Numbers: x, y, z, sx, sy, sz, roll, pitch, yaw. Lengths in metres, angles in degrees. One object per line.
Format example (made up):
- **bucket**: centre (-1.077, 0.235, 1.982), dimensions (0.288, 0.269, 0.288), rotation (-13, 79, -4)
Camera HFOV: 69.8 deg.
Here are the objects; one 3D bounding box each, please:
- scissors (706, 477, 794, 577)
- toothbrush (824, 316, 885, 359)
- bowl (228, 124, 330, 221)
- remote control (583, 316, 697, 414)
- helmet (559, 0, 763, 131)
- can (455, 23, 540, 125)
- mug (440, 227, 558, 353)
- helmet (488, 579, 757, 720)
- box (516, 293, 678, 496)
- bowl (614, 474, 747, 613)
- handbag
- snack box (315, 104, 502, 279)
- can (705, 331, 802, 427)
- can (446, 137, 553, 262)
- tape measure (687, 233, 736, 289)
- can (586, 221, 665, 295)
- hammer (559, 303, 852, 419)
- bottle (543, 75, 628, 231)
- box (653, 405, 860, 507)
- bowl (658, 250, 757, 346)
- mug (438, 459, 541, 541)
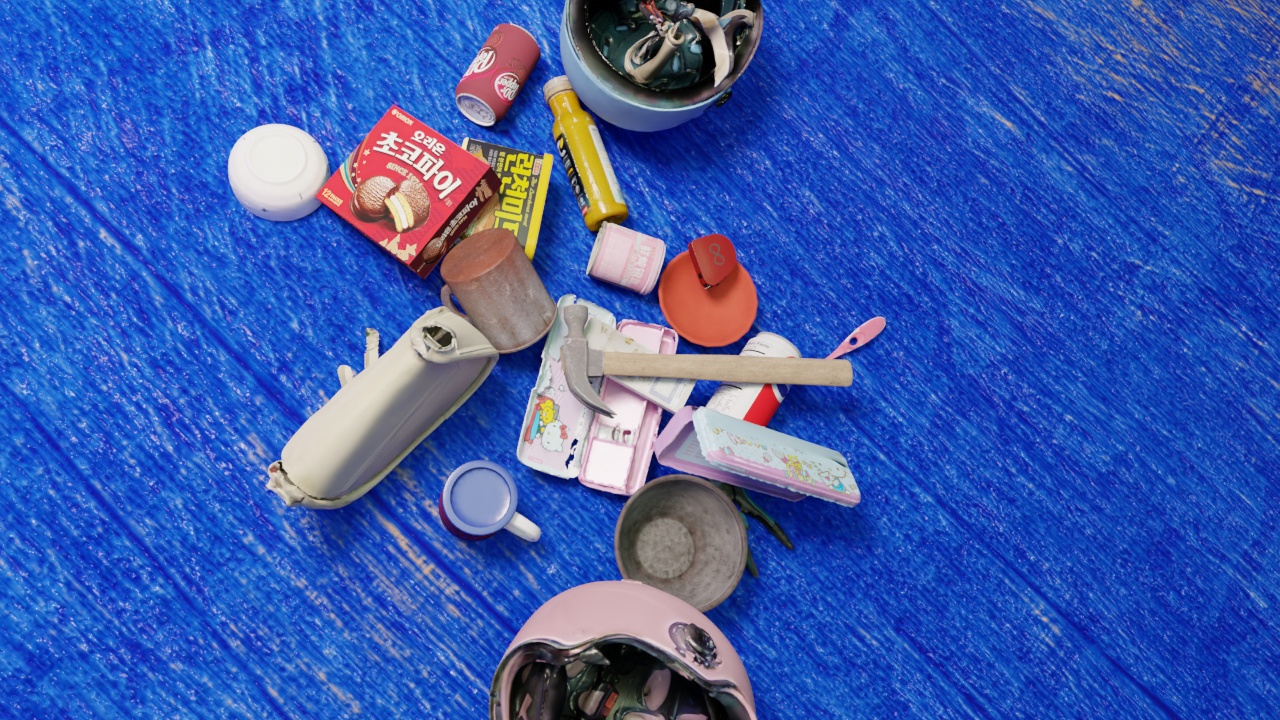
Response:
- **scissors**: centre (0.116, 0.176, 1.039), dimensions (0.120, 0.019, 0.150), rotation (5, 72, -13)
- **toothbrush**: centre (0.257, -0.019, 1.132), dimensions (0.134, 0.016, 0.021), rotation (-33, 85, -20)
- **bowl**: centre (-0.391, -0.209, 0.992), dimensions (0.105, 0.054, 0.104), rotation (4, 72, -14)
- **remote control**: centre (-0.006, 0.006, 1.001), dimensions (0.136, 0.011, 0.050), rotation (29, 69, -3)
- **helmet**: centre (0.012, -0.371, 1.081), dimensions (0.225, 0.167, 0.264), rotation (37, 60, -4)
- **can**: centre (-0.168, -0.337, 1.082), dimensions (0.063, 0.063, 0.114), rotation (28, 70, -6)
- **mug**: centre (-0.164, -0.073, 0.982), dimensions (0.123, 0.110, 0.096), rotation (-8, 37, 22)
- **helmet**: centre (-0.007, 0.314, 0.879), dimensions (0.255, 0.230, 0.152), rotation (18, 27, 1)
- **box**: centre (-0.046, 0.040, 1.018), dimensions (0.155, 0.059, 0.201), rotation (17, 71, -8)
- **bowl**: centre (0.035, 0.199, 0.985), dimensions (0.145, 0.067, 0.144), rotation (4, 74, -14)
- **handbag**: centre (-0.266, 0.030, 0.901), dimensions (0.132, 0.184, 0.229), rotation (41, 85, 2)
- **snack box**: centre (-0.249, -0.183, 0.984), dimensions (0.152, 0.036, 0.132), rotation (35, 82, 22)
- **can**: centre (0.127, 0.037, 1.053), dimensions (0.070, 0.070, 0.131), rotation (36, 69, -3)
- **can**: centre (-0.162, -0.176, 1.035), dimensions (0.101, 0.073, 0.130), rotation (12, 72, -9)
- **tape measure**: centre (0.087, -0.117, 1.074), dimensions (0.051, 0.019, 0.059), rotation (-18, 87, -21)
- **can**: centre (-0.016, -0.118, 1.059), dimensions (0.076, 0.067, 0.067), rotation (18, 71, -9)
- **hammer**: centre (0.076, 0.008, 1.003), dimensions (0.331, 0.031, 0.119), rotation (3, 73, -15)
- **bottle**: centre (-0.069, -0.247, 1.089), dimensions (0.053, 0.053, 0.186), rotation (-17, 80, -19)
- **box**: centre (0.128, 0.120, 0.973), dimensions (0.214, 0.090, 0.092), rotation (19, 30, -30)
- **bowl**: centre (0.076, -0.070, 1.088), dimensions (0.122, 0.035, 0.122), rotation (4, 74, -14)
- **mug**: centre (-0.151, 0.154, 0.942), dimensions (0.112, 0.076, 0.074), rotation (31, 69, -5)
